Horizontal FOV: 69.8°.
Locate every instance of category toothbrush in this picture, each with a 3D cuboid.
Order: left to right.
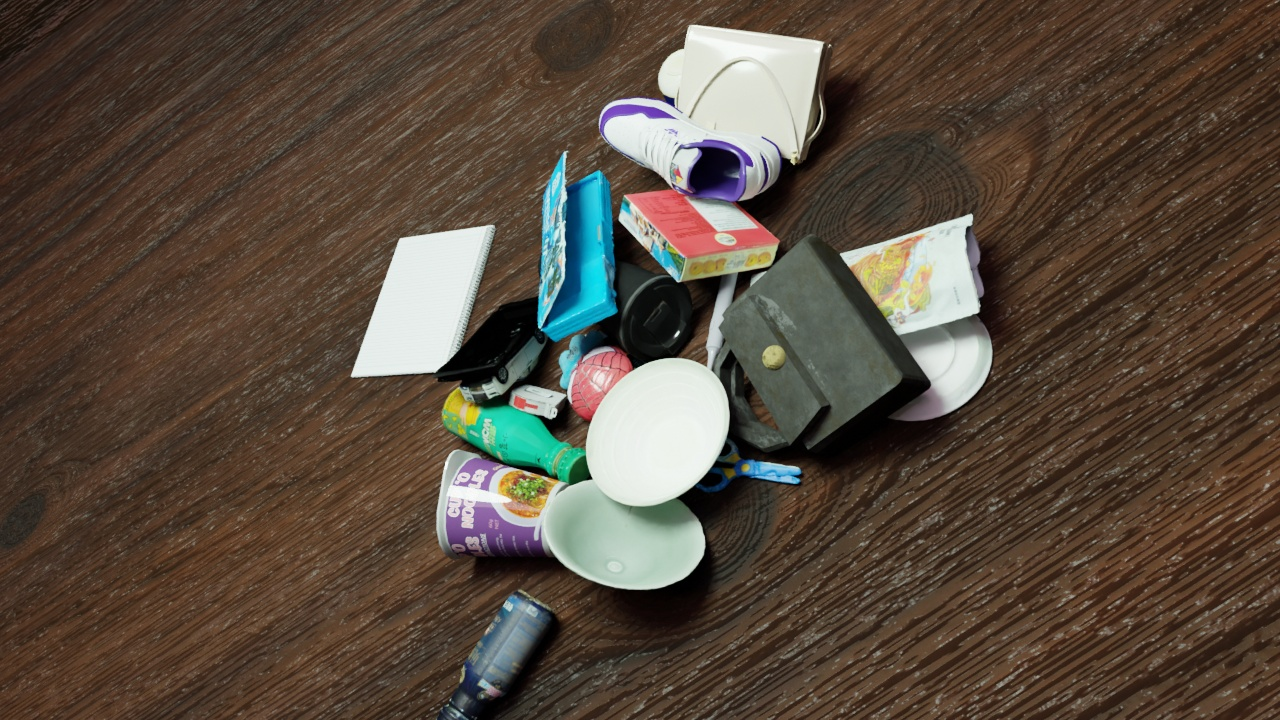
[{"bbox_3d":[0.094,-0.042,1.099,0.018,0.019,0.187,-3,59,32],"label":"toothbrush"}]

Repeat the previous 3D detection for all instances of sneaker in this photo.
[{"bbox_3d":[0.046,-0.253,1.137,0.244,0.092,0.110,19,34,15],"label":"sneaker"}]

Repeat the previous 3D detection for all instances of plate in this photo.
[{"bbox_3d":[0.294,-0.008,0.985,0.157,0.014,0.156,-13,55,19],"label":"plate"}]

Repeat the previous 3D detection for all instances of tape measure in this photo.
[{"bbox_3d":[-0.124,0.048,1.113,0.062,0.060,0.020,15,102,6],"label":"tape measure"}]

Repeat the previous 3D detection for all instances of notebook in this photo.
[{"bbox_3d":[-0.312,-0.088,1.330,0.178,0.013,0.245,-4,59,25],"label":"notebook"}]

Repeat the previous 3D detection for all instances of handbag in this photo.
[{"bbox_3d":[0.137,-0.314,1.179,0.195,0.101,0.198,15,106,18],"label":"handbag"},{"bbox_3d":[0.157,0.003,0.965,0.200,0.102,0.197,-44,61,27],"label":"handbag"}]

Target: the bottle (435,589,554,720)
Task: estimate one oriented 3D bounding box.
[{"bbox_3d":[-0.154,0.322,0.969,0.056,0.056,0.160,25,74,35],"label":"bottle"}]

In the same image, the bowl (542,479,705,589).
[{"bbox_3d":[-0.020,0.201,0.969,0.174,0.068,0.174,9,28,-5],"label":"bowl"}]

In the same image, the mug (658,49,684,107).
[{"bbox_3d":[0.082,-0.383,1.273,0.112,0.089,0.085,-1,60,25],"label":"mug"}]

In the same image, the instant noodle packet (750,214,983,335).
[{"bbox_3d":[0.236,-0.075,1.019,0.270,0.057,0.146,-15,50,31],"label":"instant noodle packet"}]

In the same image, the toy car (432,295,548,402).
[{"bbox_3d":[-0.166,-0.008,1.143,0.094,0.071,0.191,-13,23,24],"label":"toy car"}]

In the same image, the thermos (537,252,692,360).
[{"bbox_3d":[-0.039,-0.087,1.146,0.105,0.106,0.219,-49,48,-9],"label":"thermos"}]

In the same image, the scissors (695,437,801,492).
[{"bbox_3d":[0.113,0.122,0.993,0.131,0.022,0.070,12,65,28],"label":"scissors"}]

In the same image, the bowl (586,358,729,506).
[{"bbox_3d":[0.029,0.088,1.017,0.177,0.058,0.176,-17,54,25],"label":"bowl"}]

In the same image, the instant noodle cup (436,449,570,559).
[{"bbox_3d":[-0.145,0.165,1.026,0.122,0.137,0.121,5,35,17],"label":"instant noodle cup"}]

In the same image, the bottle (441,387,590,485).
[{"bbox_3d":[-0.147,0.093,1.101,0.210,0.068,0.068,23,72,34],"label":"bottle"}]

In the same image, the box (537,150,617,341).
[{"bbox_3d":[-0.089,-0.145,1.098,0.092,0.085,0.243,-23,44,20],"label":"box"}]

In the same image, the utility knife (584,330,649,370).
[{"bbox_3d":[-0.007,0.007,1.120,0.028,0.020,0.188,-47,51,-9],"label":"utility knife"}]

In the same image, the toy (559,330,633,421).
[{"bbox_3d":[-0.058,0.016,1.109,0.092,0.062,0.133,-47,49,3],"label":"toy"}]

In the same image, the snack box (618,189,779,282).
[{"bbox_3d":[0.071,-0.159,1.123,0.142,0.040,0.145,-12,44,-30],"label":"snack box"}]
